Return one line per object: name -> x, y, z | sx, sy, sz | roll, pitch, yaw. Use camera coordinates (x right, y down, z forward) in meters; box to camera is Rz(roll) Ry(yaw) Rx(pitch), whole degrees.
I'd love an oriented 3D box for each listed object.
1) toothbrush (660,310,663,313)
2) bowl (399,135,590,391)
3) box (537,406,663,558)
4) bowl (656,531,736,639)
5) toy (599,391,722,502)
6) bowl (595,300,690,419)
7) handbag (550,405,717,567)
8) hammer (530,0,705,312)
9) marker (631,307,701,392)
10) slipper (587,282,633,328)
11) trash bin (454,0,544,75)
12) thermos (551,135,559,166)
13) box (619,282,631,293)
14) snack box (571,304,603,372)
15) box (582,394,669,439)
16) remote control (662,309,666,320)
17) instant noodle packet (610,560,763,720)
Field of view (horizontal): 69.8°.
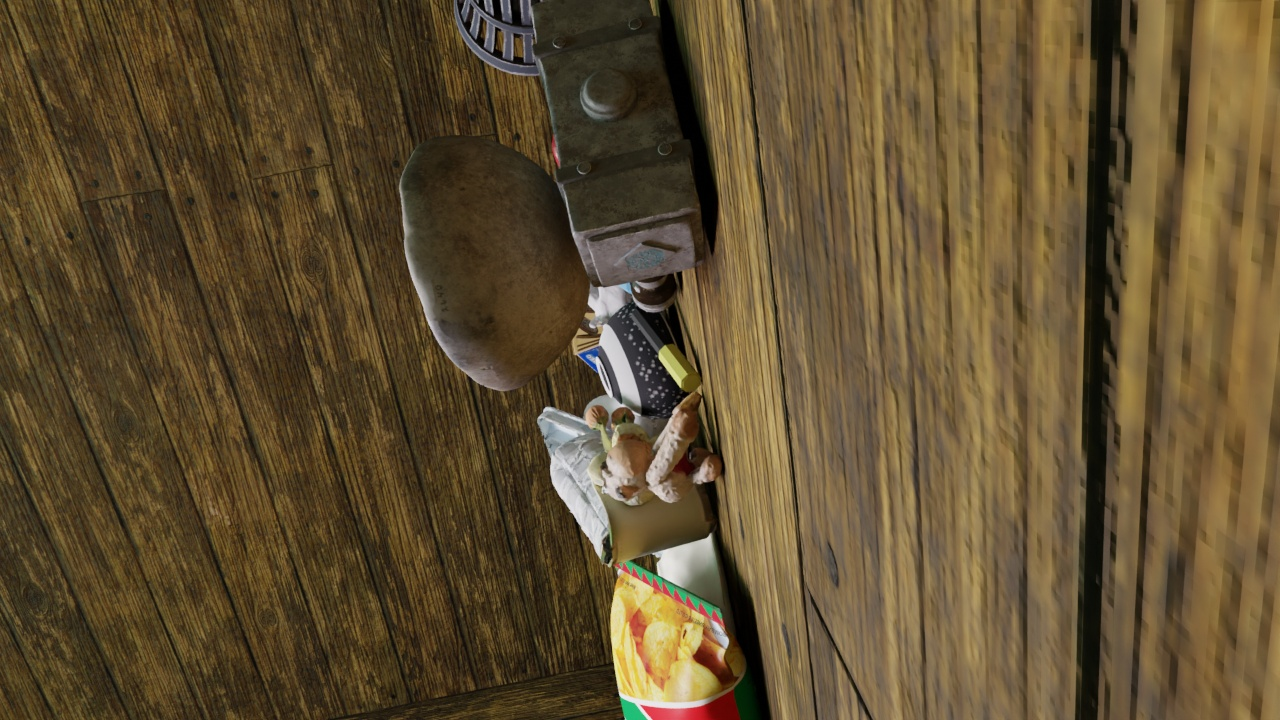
toothbrush -> 0.010, -0.028, 0.967 | 0.167, 0.014, 0.016 | 101, 151, -64
bowl -> -0.080, -0.073, 0.616 | 0.178, 0.081, 0.178 | -15, -90, -74
box -> -0.019, 0.149, 1.045 | 0.209, 0.037, 0.189 | 17, 141, 36
bowl -> 0.055, 0.253, 0.923 | 0.188, 0.060, 0.220 | -104, 5, -45
toy -> 0.012, 0.078, 0.745 | 0.074, 0.106, 0.085 | 59, -169, -15
bowl -> -0.005, 0.005, 0.893 | 0.120, 0.066, 0.120 | 159, 91, -80
handbag -> -0.018, 0.107, 0.867 | 0.171, 0.112, 0.123 | -141, 44, -57
hammer -> -0.001, -0.100, 0.679 | 0.326, 0.079, 0.176 | 72, -174, -68
marker -> 0.021, -0.011, 0.796 | 0.021, 0.017, 0.123 | 38, -170, -36
slipper -> -0.029, -0.083, 0.982 | 0.112, 0.075, 0.247 | -52, -38, -58
trash bin -> -0.116, -0.416, 0.917 | 0.228, 0.164, 0.164 | 117, 142, -80
thermos -> -0.044, -0.207, 1.068 | 0.240, 0.073, 0.073 | 59, -160, -76
box -> -0.026, -0.171, 0.784 | 0.093, 0.052, 0.232 | 41, 152, 36
snack box -> -0.058, -0.089, 1.153 | 0.056, 0.057, 0.206 | 43, -149, -52
box -> 0.016, 0.067, 1.075 | 0.106, 0.150, 0.080 | -14, 89, 46
remote control -> 0.023, -0.022, 0.986 | 0.033, 0.012, 0.131 | -124, 22, -62
instant noodle packet -> 0.042, 0.304, 0.790 | 0.196, 0.090, 0.253 | 5, 109, 63
